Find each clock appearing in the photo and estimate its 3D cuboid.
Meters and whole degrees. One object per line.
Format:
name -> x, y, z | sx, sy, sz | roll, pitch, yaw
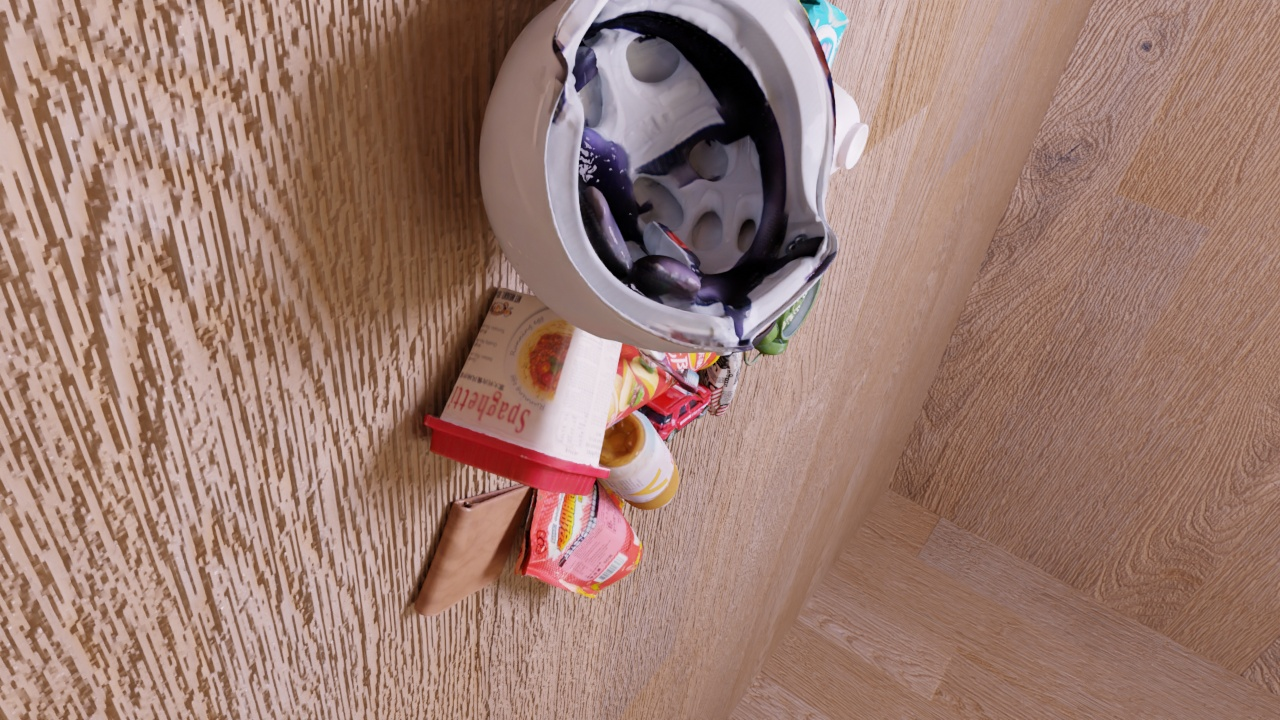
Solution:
clock -> 0.166, -0.066, 1.119 | 0.161, 0.056, 0.116 | -60, 157, -2

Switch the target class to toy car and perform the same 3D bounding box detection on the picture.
toy car -> 0.034, 0.047, 0.973 | 0.120, 0.053, 0.045 | -30, 147, -55

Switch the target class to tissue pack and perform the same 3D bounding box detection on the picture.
tissue pack -> 0.136, -0.263, 0.836 | 0.093, 0.050, 0.134 | -23, 137, -58

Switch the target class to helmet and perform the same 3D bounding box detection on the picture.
helmet -> 0.004, -0.120, 0.560 | 0.229, 0.146, 0.257 | 49, 52, -28

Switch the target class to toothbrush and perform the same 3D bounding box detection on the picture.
toothbrush -> 0.015, -0.006, 0.753 | 0.187, 0.016, 0.017 | 40, 64, -61

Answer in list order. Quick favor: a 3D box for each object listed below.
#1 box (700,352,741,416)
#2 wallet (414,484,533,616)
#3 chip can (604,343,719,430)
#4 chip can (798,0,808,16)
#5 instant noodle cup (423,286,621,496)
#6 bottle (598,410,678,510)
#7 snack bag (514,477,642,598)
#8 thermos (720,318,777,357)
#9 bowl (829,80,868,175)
box -> 0.086, 0.008, 1.025 | 0.051, 0.068, 0.164 | -12, 150, -11
wallet -> -0.138, 0.157, 0.779 | 0.115, 0.020, 0.101 | -5, 119, -67
chip can -> -0.005, 0.005, 0.817 | 0.216, 0.073, 0.073 | -28, 141, -52
chip can -> 0.068, -0.274, 0.650 | 0.072, 0.072, 0.221 | -62, 158, 2
instant noodle cup -> -0.073, 0.022, 0.653 | 0.116, 0.116, 0.124 | 30, 77, -68
bottle -> -0.002, 0.104, 0.894 | 0.068, 0.068, 0.189 | -57, 157, -12
snack bag -> -0.060, 0.163, 0.891 | 0.208, 0.073, 0.128 | 53, 53, -61
thermos -> 0.087, -0.080, 0.902 | 0.092, 0.093, 0.143 | -49, 147, -29
bowl -> 0.206, -0.241, 0.993 | 0.118, 0.065, 0.118 | -47, 154, -32
